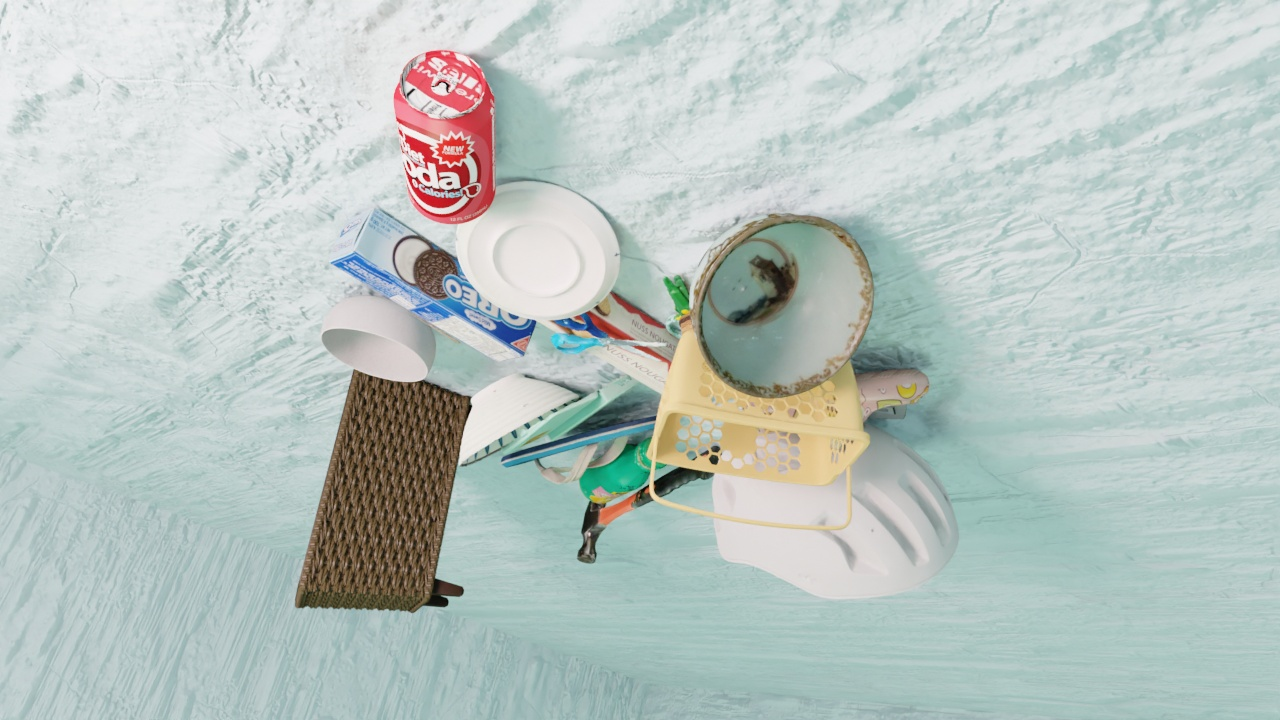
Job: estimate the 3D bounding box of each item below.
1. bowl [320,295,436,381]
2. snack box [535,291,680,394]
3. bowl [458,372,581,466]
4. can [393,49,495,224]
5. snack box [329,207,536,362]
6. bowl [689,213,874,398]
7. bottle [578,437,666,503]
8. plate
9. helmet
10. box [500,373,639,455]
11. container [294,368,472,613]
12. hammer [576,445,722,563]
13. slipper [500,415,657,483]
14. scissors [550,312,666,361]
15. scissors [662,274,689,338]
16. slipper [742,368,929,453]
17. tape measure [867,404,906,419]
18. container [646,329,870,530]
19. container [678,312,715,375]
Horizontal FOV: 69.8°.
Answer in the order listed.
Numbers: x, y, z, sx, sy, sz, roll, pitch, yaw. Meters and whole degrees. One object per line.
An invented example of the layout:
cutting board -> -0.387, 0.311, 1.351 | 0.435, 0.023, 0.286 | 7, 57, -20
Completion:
bowl -> -0.306, -0.033, 1.093 | 0.132, 0.064, 0.132 | 11, 154, 5
snack box -> -0.035, -0.034, 0.985 | 0.272, 0.044, 0.077 | 32, 148, -33
bowl -> -0.169, 0.063, 1.178 | 0.071, 0.176, 0.178 | 60, 148, 5
can -> -0.153, -0.172, 0.731 | 0.074, 0.074, 0.143 | 14, 154, -2
snack box -> -0.214, -0.075, 0.975 | 0.060, 0.059, 0.226 | -11, 144, 45
bowl -> 0.108, -0.058, 0.790 | 0.160, 0.160, 0.094 | 28, -168, -27
bottle -> -0.021, 0.156, 1.328 | 0.068, 0.068, 0.210 | 23, 153, -18
plate -> -0.097, -0.096, 0.859 | 0.157, 0.014, 0.157 | 4, 132, 4
helmet -> 0.218, 0.164, 1.049 | 0.282, 0.223, 0.184 | 28, 138, 32
box -> -0.087, 0.068, 1.138 | 0.033, 0.136, 0.187 | 57, 149, 2
container -> -0.338, 0.192, 1.287 | 0.205, 0.320, 0.177 | 14, 155, -16
hammer -> 0.010, 0.201, 1.373 | 0.033, 0.132, 0.334 | 28, 142, -24
slipper -> -0.071, 0.125, 1.254 | 0.296, 0.060, 0.118 | -18, 178, 42
scissors -> -0.034, -0.025, 0.939 | 0.133, 0.015, 0.104 | 7, 152, 13
scissors -> 0.042, -0.054, 0.947 | 0.071, 0.014, 0.130 | -2, 151, 27
slipper -> 0.209, 0.057, 0.977 | 0.198, 0.081, 0.093 | -11, -178, 21
tape measure -> 0.267, 0.046, 1.027 | 0.062, 0.020, 0.060 | 1, 151, 24
container -> 0.103, 0.074, 0.847 | 0.183, 0.166, 0.129 | 9, 149, -4
container -> 0.095, -0.023, 0.912 | 0.063, 0.061, 0.114 | 31, 142, -34
